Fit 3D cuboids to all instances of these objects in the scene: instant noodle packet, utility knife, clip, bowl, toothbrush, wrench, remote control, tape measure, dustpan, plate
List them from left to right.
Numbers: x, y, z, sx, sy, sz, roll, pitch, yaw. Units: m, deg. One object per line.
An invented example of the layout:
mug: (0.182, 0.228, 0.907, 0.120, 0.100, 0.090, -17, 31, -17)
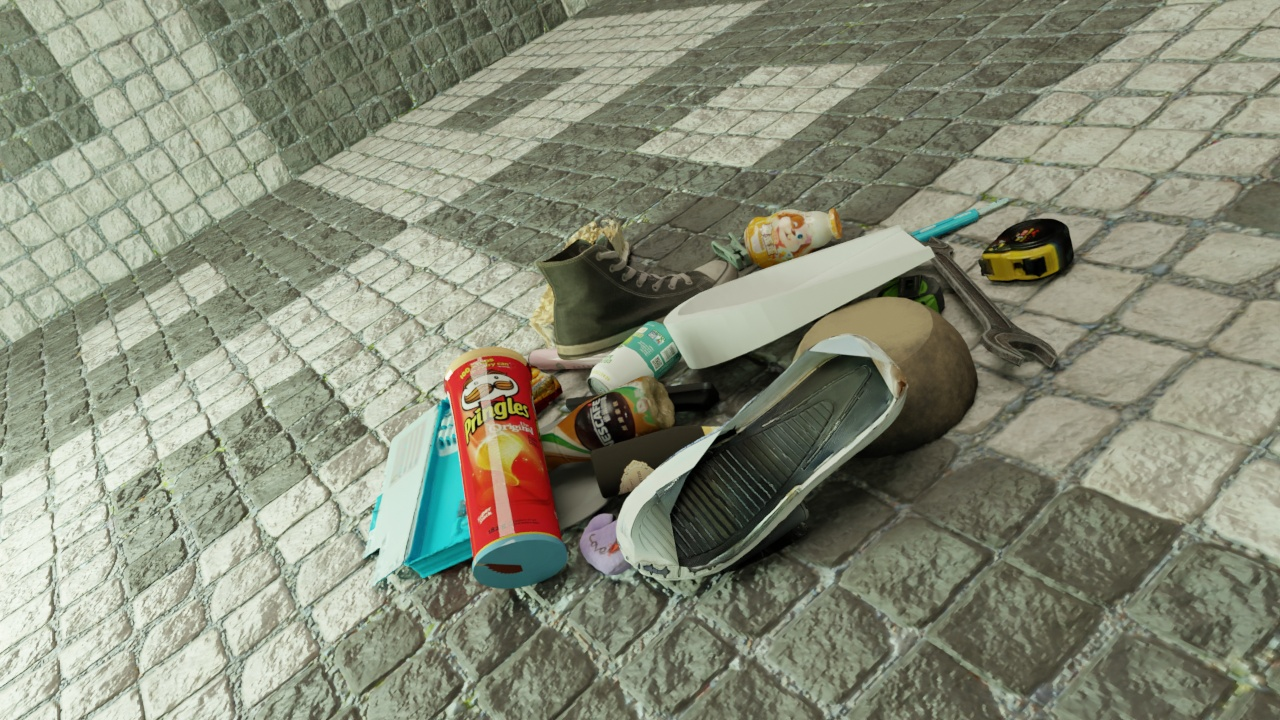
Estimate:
instant noodle packet: (-0.157, 0.043, 1.061, 0.098, 0.040, 0.135, -46, 36, -19)
toothbrush: (-0.104, -0.001, 1.101, 0.223, 0.027, 0.026, -3, 47, 36)
plate: (-0.080, 0.114, 0.914, 0.178, 0.012, 0.178, -19, 30, 12)
remote control: (0.002, 0.044, 0.919, 0.150, 0.047, 0.022, -7, 70, 15)
clip: (0.116, -0.137, 1.150, 0.037, 0.023, 0.075, -27, 31, -4)
dustpan: (0.148, -0.079, 0.928, 0.258, 0.053, 0.191, -28, 9, 14)
bowl: (0.206, 0.006, 0.806, 0.162, 0.070, 0.162, -19, 30, 12)
tape measure: (0.263, -0.061, 0.902, 0.066, 0.036, 0.058, -9, 33, 27)
utility knife: (0.338, -0.150, 1.007, 0.141, 0.015, 0.022, -24, 33, -1)
wrench: (0.311, -0.064, 0.864, 0.070, 0.010, 0.272, 10, 28, -10)
tape measure: (0.375, -0.105, 0.882, 0.071, 0.042, 0.072, -38, 27, -30)

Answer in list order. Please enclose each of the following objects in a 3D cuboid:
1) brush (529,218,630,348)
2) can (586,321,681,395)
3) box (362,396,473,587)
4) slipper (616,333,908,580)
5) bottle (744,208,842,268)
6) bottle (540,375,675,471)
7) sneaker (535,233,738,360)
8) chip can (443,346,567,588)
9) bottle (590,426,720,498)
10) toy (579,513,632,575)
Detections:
brush: (-0.074, -0.102, 1.205, 0.083, 0.057, 0.270, -14, 32, 22)
can: (-0.006, 0.006, 0.984, 0.101, 0.055, 0.055, -41, 33, -24)
box: (-0.216, 0.126, 0.950, 0.182, 0.039, 0.226, -27, 36, 21)
slipper: (0.101, 0.088, 0.740, 0.264, 0.063, 0.111, -43, 55, 3)
bottle: (0.179, -0.147, 1.075, 0.109, 0.063, 0.063, -13, 32, 22)
bottle: (-0.050, 0.070, 0.888, 0.167, 0.059, 0.059, -24, 29, 20)
sneaker: (0.000, -0.095, 1.052, 0.234, 0.120, 0.095, -19, 18, -11)
chip can: (-0.126, 0.093, 0.840, 0.087, 0.087, 0.213, -22, 51, 6)
bottle: (0.049, 0.079, 0.835, 0.184, 0.045, 0.045, -16, 30, -1)
toy: (-0.007, 0.141, 0.792, 0.099, 0.036, 0.080, -40, 27, -21)
